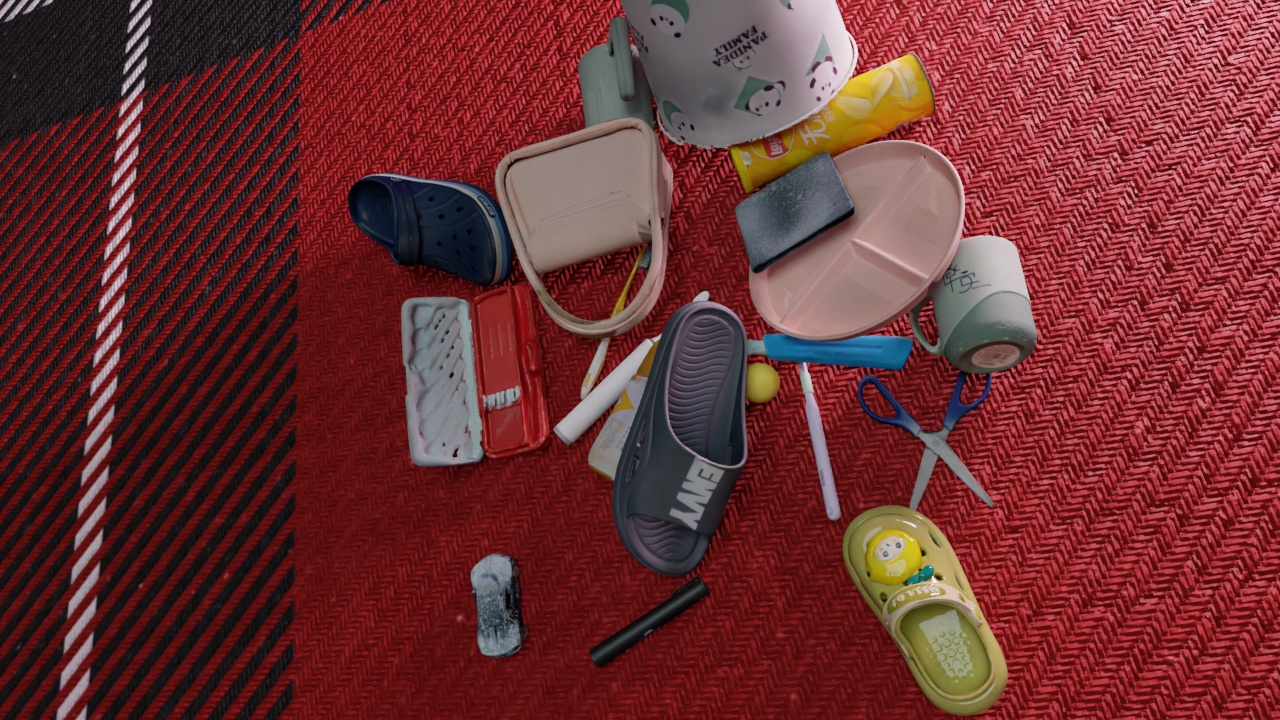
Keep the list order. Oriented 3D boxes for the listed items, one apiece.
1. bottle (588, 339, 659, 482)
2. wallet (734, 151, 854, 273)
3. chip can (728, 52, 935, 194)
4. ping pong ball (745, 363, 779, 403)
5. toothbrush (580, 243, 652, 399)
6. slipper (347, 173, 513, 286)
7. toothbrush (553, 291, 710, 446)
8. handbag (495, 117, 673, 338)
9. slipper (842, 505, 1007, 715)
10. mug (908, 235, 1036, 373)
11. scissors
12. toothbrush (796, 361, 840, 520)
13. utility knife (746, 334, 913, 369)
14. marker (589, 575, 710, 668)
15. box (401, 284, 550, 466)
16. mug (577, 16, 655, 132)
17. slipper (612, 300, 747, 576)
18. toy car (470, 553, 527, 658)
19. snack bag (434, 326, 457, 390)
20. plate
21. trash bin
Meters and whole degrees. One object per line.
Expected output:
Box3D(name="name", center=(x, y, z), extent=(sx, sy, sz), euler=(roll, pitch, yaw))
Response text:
Box3D(name="bottle", center=(0.017, 0.040, 0.935), extent=(0.068, 0.068, 0.189), euler=(26, 81, 25))
Box3D(name="wallet", center=(0.157, -0.154, 0.950), extent=(0.121, 0.019, 0.097), euler=(-31, 46, 23))
Box3D(name="chip can", center=(0.199, -0.252, 0.979), extent=(0.213, 0.072, 0.072), euler=(-22, 65, 9))
Box3D(name="ping pong ball", center=(0.120, 0.023, 0.921), extent=(0.040, 0.040, 0.040), euler=(-6, 69, 16))
Box3D(name="toothbrush", center=(-0.025, -0.043, 1.010), extent=(0.018, 0.016, 0.191), euler=(19, 77, 15))
Box3D(name="slipper", center=(-0.259, -0.160, 1.073), extent=(0.253, 0.095, 0.105), euler=(24, 122, 28))
Box3D(name="toothbrush", center=(-0.006, 0.006, 0.978), extent=(0.221, 0.026, 0.027), euler=(-44, 74, -1))
Box3D(name="handbag", center=(-0.052, -0.137, 1.011), extent=(0.193, 0.093, 0.234), euler=(-16, 68, 14))
Box3D(name="slipper", center=(0.246, 0.209, 0.789), extent=(0.092, 0.081, 0.190), euler=(-28, 67, 4))
Box3D(name="mug", center=(0.305, -0.044, 0.858), extent=(0.112, 0.082, 0.106), euler=(-25, 54, 37))
Box3D(name="scissors", center=(0.275, 0.065, 0.868), extent=(0.162, 0.012, 0.175), euler=(29, 82, 25))
Box3D(name="toothbrush", center=(0.170, 0.064, 0.900), extent=(0.029, 0.021, 0.189), euler=(-29, 60, 38))
Box3D(name="utility knife", center=(0.170, -0.012, 0.908), extent=(0.191, 0.018, 0.034), euler=(3, 69, 13))
Box3D(name="marker", center=(0.008, 0.252, 0.886), extent=(0.132, 0.020, 0.022), euler=(-35, 74, 4))
Box3D(name="box", center=(-0.183, 0.015, 1.018), extent=(0.161, 0.060, 0.200), euler=(-8, 68, -2))
Box3D(name="mug", center=(-0.025, -0.309, 1.049), extent=(0.083, 0.124, 0.103), euler=(-3, 70, -8))
Box3D(name="slipper", center=(0.047, 0.072, 0.865), extent=(0.110, 0.083, 0.268), euler=(14, 85, -15))
Box3D(name="toy car", center=(-0.147, 0.248, 0.935), extent=(0.049, 0.031, 0.105), euler=(-16, 65, 12))
Box3D(name="snack bag", center=(-0.227, 0.007, 1.053), extent=(0.045, 0.026, 0.105), euler=(-13, 65, 17))
Box3D(name="plate", center=(0.210, -0.116, 0.905), extent=(0.230, 0.028, 0.229), euler=(-25, 48, 30))
Box3D(name="trash bin", center=(0.080, -0.388, 0.933), extent=(0.230, 0.252, 0.229), euler=(-16, 44, 15))
